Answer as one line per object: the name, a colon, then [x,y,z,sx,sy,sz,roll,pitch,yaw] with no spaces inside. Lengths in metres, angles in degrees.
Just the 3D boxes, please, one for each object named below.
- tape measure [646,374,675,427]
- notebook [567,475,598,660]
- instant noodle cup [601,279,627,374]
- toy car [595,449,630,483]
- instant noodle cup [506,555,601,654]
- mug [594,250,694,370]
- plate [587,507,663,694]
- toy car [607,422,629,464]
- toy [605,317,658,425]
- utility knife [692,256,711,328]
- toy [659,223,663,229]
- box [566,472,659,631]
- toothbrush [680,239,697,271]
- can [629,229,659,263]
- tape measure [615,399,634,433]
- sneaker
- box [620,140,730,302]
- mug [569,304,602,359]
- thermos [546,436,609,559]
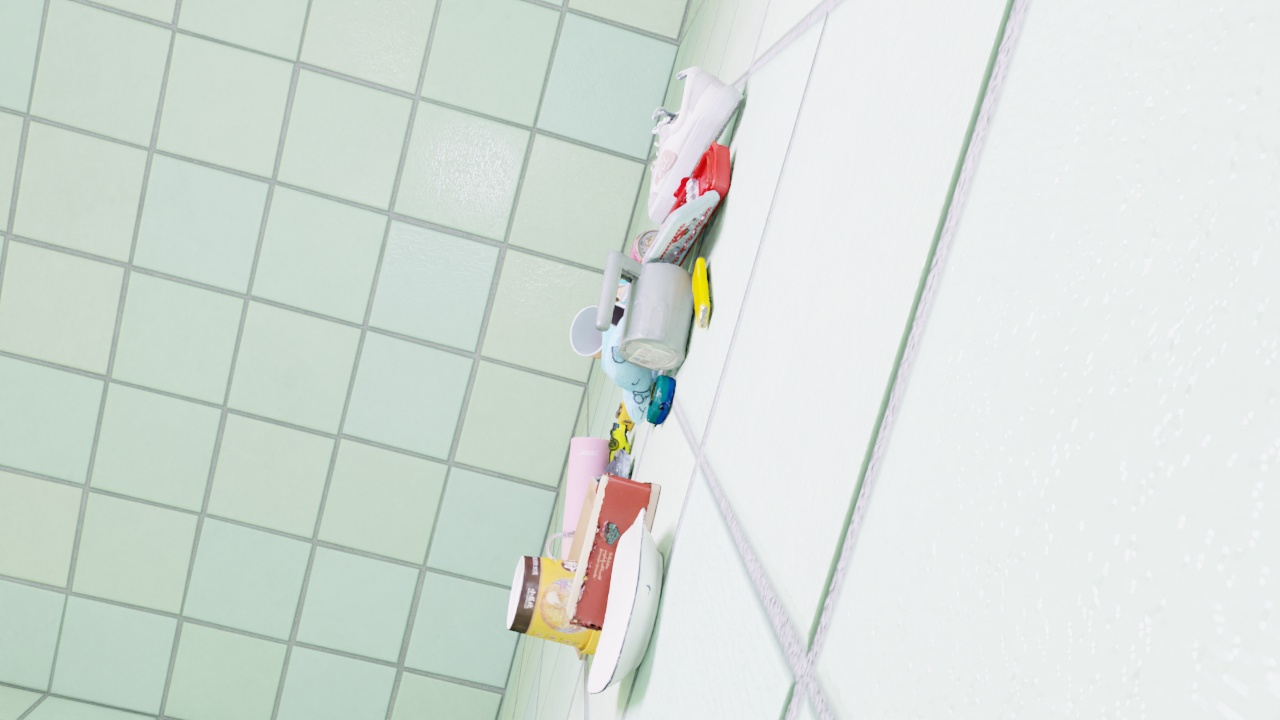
tape measure: [0.023,0.045,1.099,0.058,0.025,0.054,116,167,-61]
notebook: [-0.075,0.288,1.293,0.149,0.012,0.212,-136,59,-64]
instant noodle cup: [-0.010,-0.039,1.299,0.111,0.111,0.121,-86,6,-64]
toy car: [-0.039,0.176,1.323,0.121,0.036,0.054,120,161,-46]
instant noodle cup: [-0.104,0.303,1.162,0.118,0.114,0.118,-168,91,-79]
mug: [0.004,-0.059,1.078,0.084,0.124,0.103,-27,46,50]
plate: [-0.009,0.234,0.875,0.164,0.034,0.164,115,168,-63]
toy car: [-0.034,0.145,1.382,0.048,0.032,0.105,-86,1,-67]
toy: [-0.007,0.007,1.162,0.161,0.050,0.156,-32,-60,-68]
utility knife: [0.068,-0.076,1.018,0.153,0.015,0.033,-87,7,-61]
toy: [0.050,-0.214,1.363,0.121,0.054,0.159,-132,55,-82]
box: [-0.039,0.210,1.016,0.091,0.077,0.168,139,146,-80]
toothbrush: [0.062,-0.148,1.236,0.029,0.020,0.189,112,172,-89]
can: [0.018,-0.181,1.536,0.094,0.066,0.066,144,141,-82]
tape measure: [-0.023,0.082,1.449,0.057,0.029,0.059,112,172,-57]
sneaker: [0.045,-0.279,1.205,0.089,0.091,0.243,-48,-7,-39]
box: [0.048,-0.161,1.134,0.159,0.065,0.202,-62,3,-32]
mug: [-0.039,-0.033,1.405,0.078,0.122,0.078,-11,72,37]
thermos: [-0.094,0.220,1.418,0.067,0.087,0.198,78,-163,-76]
